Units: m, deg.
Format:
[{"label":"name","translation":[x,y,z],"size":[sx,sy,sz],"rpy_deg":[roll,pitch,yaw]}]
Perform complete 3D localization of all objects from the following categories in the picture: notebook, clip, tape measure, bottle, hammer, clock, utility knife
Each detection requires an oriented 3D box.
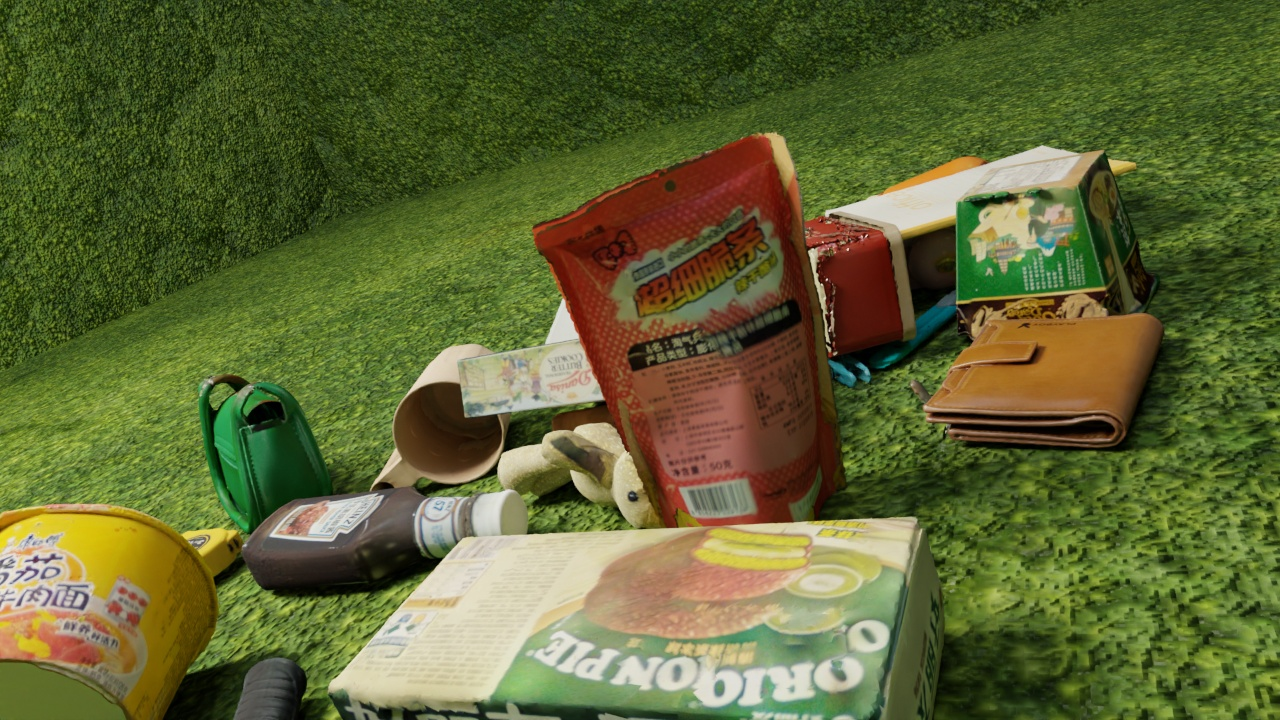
[{"label":"notebook","translation":[0.272,-0.139,0.763],"size":[0.206,0.010,0.145],"rpy_deg":[-17,19,1]},{"label":"clip","translation":[0.146,0.006,0.655],"size":[0.047,0.014,0.057],"rpy_deg":[-19,17,-9]},{"label":"tape measure","translation":[-0.329,0.149,0.678],"size":[0.060,0.029,0.057],"rpy_deg":[-10,20,24]},{"label":"bottle","translation":[0.280,-0.157,0.921],"size":[0.150,0.067,0.066],"rpy_deg":[-9,20,46]},{"label":"hammer","translation":[-0.165,0.212,0.346],"size":[0.128,0.033,0.300],"rpy_deg":[-19,19,-5]},{"label":"bottle","translation":[-0.166,0.113,0.606],"size":[0.195,0.044,0.079],"rpy_deg":[-10,22,22]},{"label":"clock","translation":[0.253,-0.103,0.790],"size":[0.117,0.060,0.159],"rpy_deg":[-26,18,-23]},{"label":"utility knife","translation":[0.219,-0.030,0.689],"size":[0.150,0.013,0.029],"rpy_deg":[-33,17,-35]}]

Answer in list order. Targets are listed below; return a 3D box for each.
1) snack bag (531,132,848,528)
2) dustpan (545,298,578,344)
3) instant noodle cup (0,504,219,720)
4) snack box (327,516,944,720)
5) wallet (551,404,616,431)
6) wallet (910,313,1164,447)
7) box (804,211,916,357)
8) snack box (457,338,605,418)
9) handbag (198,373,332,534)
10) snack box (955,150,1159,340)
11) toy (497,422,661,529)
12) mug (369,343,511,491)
[{"label":"snack bag","translation":[0.038,0.002,0.470],"size":[0.128,0.208,0.073],"rpy_deg":[-21,24,-3]},{"label":"dustpan","translation":[0.034,-0.052,0.932],"size":[0.223,0.143,0.257],"rpy_deg":[-10,50,24]},{"label":"instant noodle cup","translation":[-0.306,0.161,0.480],"size":[0.138,0.138,0.109],"rpy_deg":[-19,27,-2]},{"label":"snack box","translation":[-0.003,0.126,0.386],"size":[0.241,0.063,0.114],"rpy_deg":[-8,22,27]},{"label":"wallet","translation":[0.010,0.035,0.648],"size":[0.101,0.020,0.115],"rpy_deg":[-8,-1,30]},{"label":"wallet","translation":[0.234,0.009,0.545],"size":[0.119,0.035,0.130],"rpy_deg":[4,28,36]},{"label":"box","translation":[0.142,-0.063,0.708],"size":[0.080,0.091,0.168],"rpy_deg":[-13,13,-1]},{"label":"snack box","translation":[-0.004,0.004,0.656],"size":[0.183,0.046,0.177],"rpy_deg":[-8,-2,27]},{"label":"handbag","translation":[-0.311,0.071,0.741],"size":[0.067,0.120,0.131],"rpy_deg":[-24,17,-32]},{"label":"snack box","translation":[0.278,-0.081,0.631],"size":[0.118,0.106,0.117],"rpy_deg":[-1,25,39]},{"label":"toy","translation":[-0.029,0.072,0.579],"size":[0.158,0.066,0.105],"rpy_deg":[-5,-19,45]},{"label":"mug","translation":[-0.158,0.052,0.734],"size":[0.125,0.084,0.103],"rpy_deg":[-43,14,12]}]
